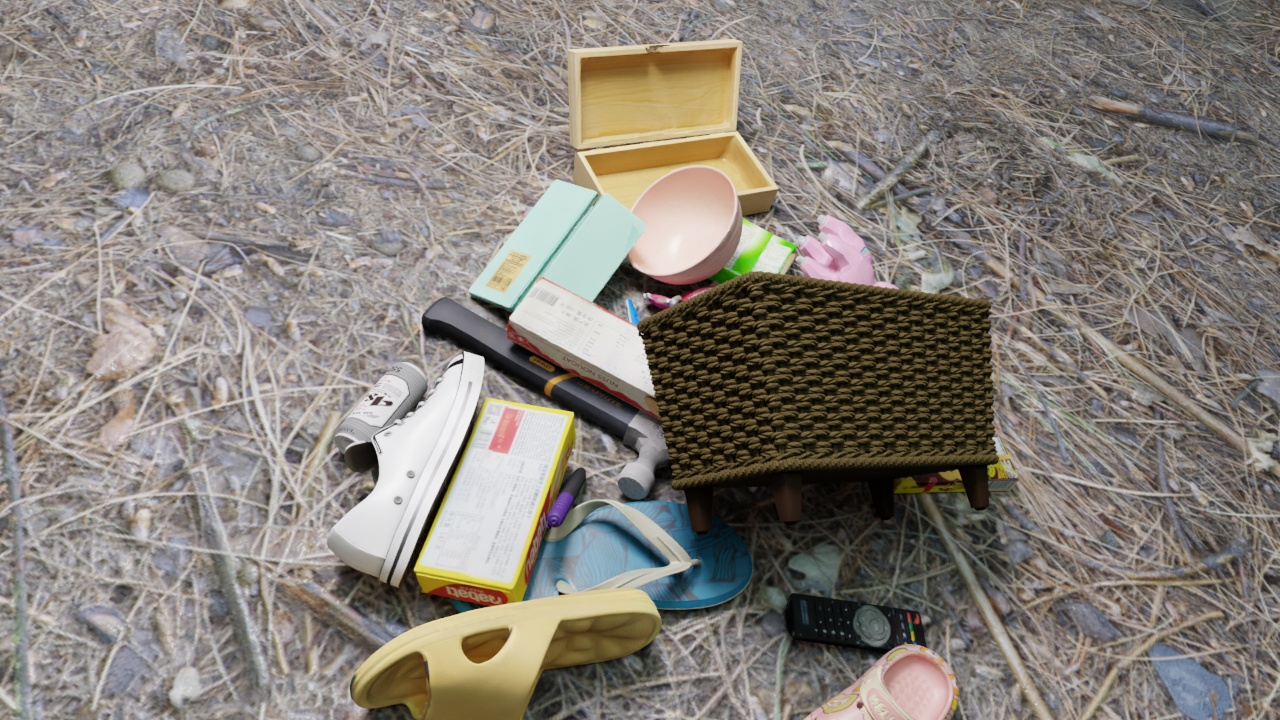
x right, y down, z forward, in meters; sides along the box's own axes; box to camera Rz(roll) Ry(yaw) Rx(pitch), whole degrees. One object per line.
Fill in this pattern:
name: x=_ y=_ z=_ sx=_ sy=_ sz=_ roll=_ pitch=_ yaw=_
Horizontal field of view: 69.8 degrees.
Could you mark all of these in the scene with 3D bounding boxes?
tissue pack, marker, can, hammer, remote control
tissue pack: x=0.139 y=-0.128 z=1.164 sx=0.099 sy=0.034 sz=0.113 roll=28 pitch=51 yaw=8
marker: x=-0.069 y=0.129 z=0.874 sx=0.015 sy=0.018 sz=0.133 roll=41 pitch=15 yaw=-3
can: x=-0.256 y=0.050 z=0.912 sx=0.044 sy=0.044 sz=0.106 roll=26 pitch=50 yaw=7
hammer: x=-0.099 y=0.022 z=0.982 sx=0.312 sy=0.035 sz=0.139 roll=28 pitch=47 yaw=9
remote control: x=0.209 y=0.256 z=0.884 sx=0.140 sy=0.021 sz=0.045 roll=11 pitch=52 yaw=-12

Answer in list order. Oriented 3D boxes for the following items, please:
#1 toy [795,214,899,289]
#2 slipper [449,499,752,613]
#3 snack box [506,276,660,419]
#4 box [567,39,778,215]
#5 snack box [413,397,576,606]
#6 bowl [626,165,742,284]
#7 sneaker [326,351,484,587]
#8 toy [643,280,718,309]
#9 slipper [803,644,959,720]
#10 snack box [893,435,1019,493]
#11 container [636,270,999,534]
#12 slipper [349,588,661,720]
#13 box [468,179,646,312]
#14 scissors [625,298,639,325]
toy: x=0.271 y=-0.106 z=1.155 sx=0.157 sy=0.067 sz=0.123 roll=36 pitch=31 yaw=-10
slipper: x=-0.032 y=0.179 z=0.858 sx=0.294 sy=0.060 sz=0.118 roll=-3 pitch=50 yaw=-17
snack box: x=-0.006 y=0.006 z=0.968 sx=0.273 sy=0.044 sz=0.076 roll=27 pitch=54 yaw=5
box: x=0.036 y=-0.294 z=1.217 sx=0.247 sy=0.119 sz=0.252 roll=-13 pitch=95 yaw=-25
snack box: x=-0.128 y=0.127 z=0.847 sx=0.092 sy=0.042 sz=0.200 roll=8 pitch=48 yaw=9
bowl: x=0.061 y=-0.151 z=1.107 sx=0.153 sy=0.076 sz=0.152 roll=-15 pitch=59 yaw=26
sneaker: x=-0.221 y=0.087 z=0.861 sx=0.097 sy=0.091 sz=0.244 roll=20 pitch=54 yaw=-3
toy: x=0.055 y=-0.066 z=1.091 sx=0.102 sy=0.050 sz=0.065 roll=-3 pitch=17 yaw=-13
slipper: x=0.216 y=0.315 z=0.798 sx=0.196 sy=0.082 sz=0.093 roll=-27 pitch=64 yaw=-31
snack box: x=0.345 y=0.116 z=1.028 sx=0.148 sy=0.026 sz=0.061 roll=1 pitch=51 yaw=-14
container: x=0.181 y=0.050 z=0.877 sx=0.320 sy=0.177 sz=0.205 roll=3 pitch=76 yaw=-34
slipper: x=-0.099 y=0.252 z=0.754 sx=0.263 sy=0.100 sz=0.078 roll=-6 pitch=44 yaw=-24
box: x=-0.095 y=-0.121 z=1.061 sx=0.138 sy=0.055 sz=0.186 roll=31 pitch=69 yaw=5
scissors: x=-0.002 y=-0.022 z=1.059 sx=0.126 sy=0.013 sz=0.125 roll=-2 pitch=54 yaw=-19
